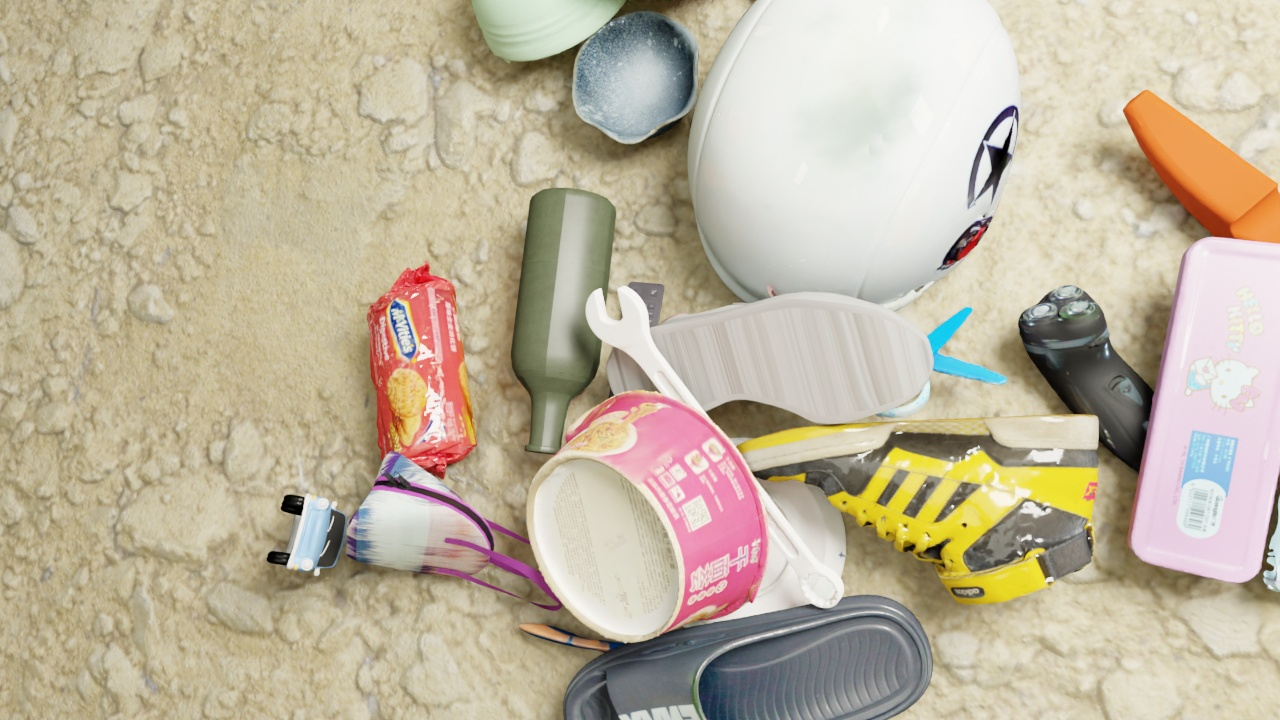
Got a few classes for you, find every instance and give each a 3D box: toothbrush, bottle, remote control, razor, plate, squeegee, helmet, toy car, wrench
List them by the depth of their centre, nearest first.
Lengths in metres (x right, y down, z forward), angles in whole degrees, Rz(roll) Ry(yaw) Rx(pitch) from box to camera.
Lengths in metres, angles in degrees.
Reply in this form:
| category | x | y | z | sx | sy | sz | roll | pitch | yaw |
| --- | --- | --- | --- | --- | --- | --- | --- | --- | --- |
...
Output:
| category | x | y | z | sx | sy | sz | roll | pitch | yaw |
| --- | --- | --- | --- | --- | --- | --- | --- | --- | --- |
| razor | 0.314 | 0.014 | 0.616 | 0.053 | 0.064 | 0.140 | -36 | 83 | -10 |
| squeegee | 0.396 | -0.109 | 0.616 | 0.250 | 0.055 | 0.185 | -44 | 87 | 13 |
| wrench | 0.051 | 0.058 | 0.640 | 0.273 | 0.009 | 0.047 | 53 | 130 | 4 |
| helmet | 0.140 | -0.162 | 0.646 | 0.236 | 0.163 | 0.264 | 34 | 92 | 20 |
| plate | 0.074 | 0.136 | 0.692 | 0.157 | 0.014 | 0.157 | -3 | 80 | 16 |
| toothbrush | -0.032 | 0.219 | 0.707 | 0.135 | 0.021 | 0.017 | 4 | 64 | 15 |
| bottle | -0.064 | -0.029 | 0.730 | 0.071 | 0.071 | 0.206 | 4 | 82 | 17 |
| toy car | -0.263 | 0.140 | 0.732 | 0.054 | 0.154 | 0.056 | 15 | 73 | -19 |
| remote control | -0.004 | 0.004 | 0.736 | 0.032 | 0.015 | 0.136 | 7 | 80 | 17 |

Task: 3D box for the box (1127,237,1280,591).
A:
| category | x | y | z | sx | sy | sz | roll | pitch | yaw |
| --- | --- | --- | --- | --- | --- | --- | --- | --- | --- |
| box | 0.398 | 0.036 | 0.575 | 0.149 | 0.051 | 0.214 | 11 | 90 | 0 |

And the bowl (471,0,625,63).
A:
| category | x | y | z | sx | sy | sz | roll | pitch | yaw |
| --- | --- | --- | --- | --- | --- | --- | --- | --- | --- |
| bowl | -0.083 | -0.328 | 0.758 | 0.151 | 0.077 | 0.150 | -14 | 54 | 20 |

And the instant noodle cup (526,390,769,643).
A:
| category | x | y | z | sx | sy | sz | roll | pitch | yaw |
| --- | --- | --- | --- | --- | --- | --- | --- | --- | --- |
| instant noodle cup | -0.006 | 0.117 | 0.641 | 0.179 | 0.077 | 0.179 | 16 | 116 | 35 |

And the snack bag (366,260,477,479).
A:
| category | x | y | z | sx | sy | sz | roll | pitch | yaw |
| --- | --- | --- | --- | --- | --- | --- | --- | --- | --- |
| snack bag | -0.183 | 0.012 | 0.756 | 0.082 | 0.082 | 0.176 | -14 | 76 | 13 |

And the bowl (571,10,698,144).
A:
| category | x | y | z | sx | sy | sz | roll | pitch | yaw |
| --- | --- | --- | --- | --- | --- | --- | --- | --- | --- |
| bowl | 0.001 | -0.223 | 0.751 | 0.110 | 0.055 | 0.110 | -3 | 80 | 16 |

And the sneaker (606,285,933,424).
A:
| category | x | y | z | sx | sy | sz | roll | pitch | yaw |
| --- | --- | --- | --- | --- | --- | --- | --- | --- | --- |
| sneaker | 0.094 | -0.008 | 0.656 | 0.237 | 0.089 | 0.099 | -3 | 110 | 31 |

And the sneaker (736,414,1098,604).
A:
| category | x | y | z | sx | sy | sz | roll | pitch | yaw |
| --- | --- | --- | --- | --- | --- | --- | --- | --- | --- |
| sneaker | 0.187 | 0.101 | 0.627 | 0.239 | 0.086 | 0.122 | -5 | 82 | 18 |

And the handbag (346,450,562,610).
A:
| category | x | y | z | sx | sy | sz | roll | pitch | yaw |
| --- | --- | --- | --- | --- | --- | --- | --- | --- | --- |
| handbag | -0.132 | 0.143 | 0.703 | 0.170 | 0.145 | 0.067 | 24 | 55 | -3 |

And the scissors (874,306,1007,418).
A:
| category | x | y | z | sx | sy | sz | roll | pitch | yaw |
| --- | --- | --- | --- | --- | --- | --- | --- | --- | --- |
| scissors | 0.197 | -0.003 | 0.653 | 0.125 | 0.014 | 0.130 | 19 | 56 | 34 |

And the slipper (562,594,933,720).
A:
| category | x | y | z | sx | sy | sz | roll | pitch | yaw |
| --- | --- | --- | --- | --- | --- | --- | --- | --- | --- |
| slipper | 0.071 | 0.240 | 0.634 | 0.268 | 0.083 | 0.110 | -18 | 88 | 10 |
